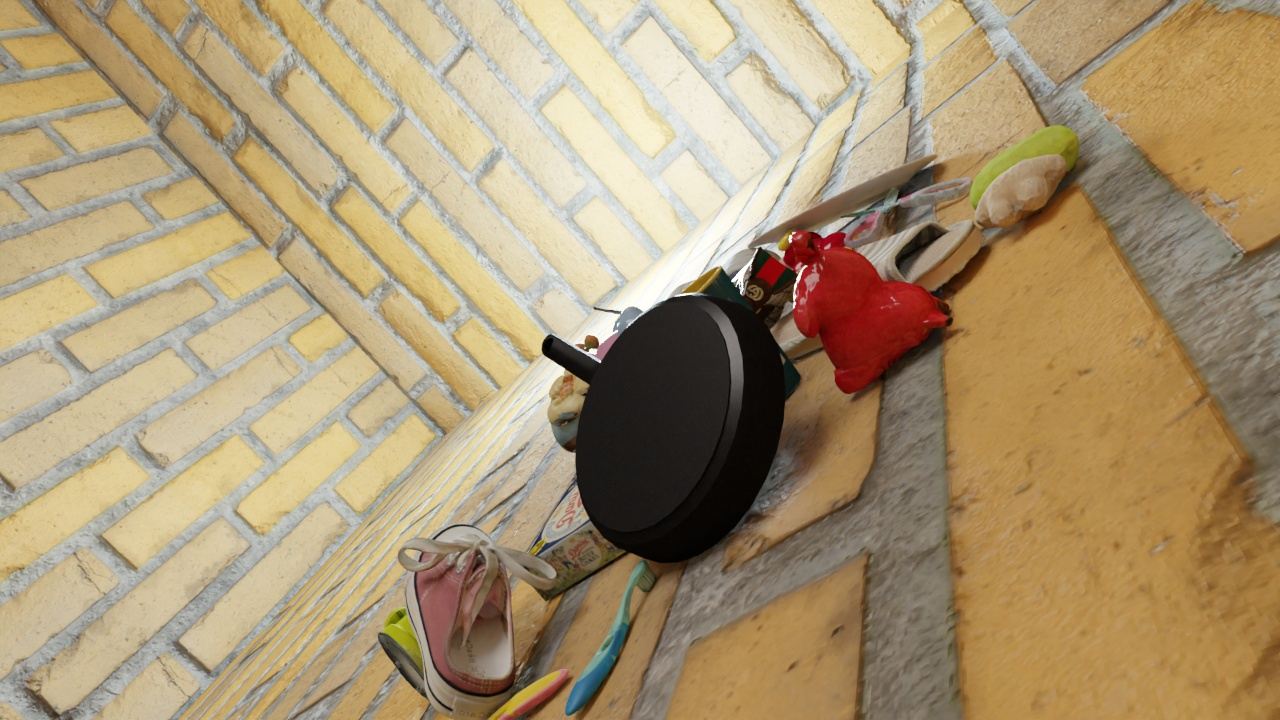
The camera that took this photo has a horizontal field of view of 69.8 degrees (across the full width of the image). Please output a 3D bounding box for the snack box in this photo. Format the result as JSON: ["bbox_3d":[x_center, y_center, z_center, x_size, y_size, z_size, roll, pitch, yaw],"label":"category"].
[{"bbox_3d":[-0.028,0.132,0.830,0.145,0.042,0.144,-37,11,30],"label":"snack box"}]

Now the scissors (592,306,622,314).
[{"bbox_3d":[0.027,-0.046,1.023,0.175,0.141,0.014,-20,56,63],"label":"scissors"}]

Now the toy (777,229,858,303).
[{"bbox_3d":[0.192,-0.110,1.002,0.106,0.067,0.137,-33,18,10],"label":"toy"}]

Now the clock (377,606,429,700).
[{"bbox_3d":[-0.189,0.255,0.807,0.056,0.083,0.119,-41,10,-31],"label":"clock"}]

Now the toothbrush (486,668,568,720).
[{"bbox_3d":[-0.102,0.254,0.636,0.135,0.016,0.021,-41,7,7],"label":"toothbrush"}]

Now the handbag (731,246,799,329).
[{"bbox_3d":[0.096,-0.031,0.939,0.138,0.063,0.167,-50,-7,-36],"label":"handbag"}]

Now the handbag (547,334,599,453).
[{"bbox_3d":[-0.049,0.026,1.207,0.122,0.118,0.191,-34,17,45],"label":"handbag"}]

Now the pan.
[{"bbox_3d":[-0.017,0.025,0.748,0.356,0.044,0.204,29,96,56],"label":"pan"}]

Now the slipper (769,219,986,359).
[{"bbox_3d":[0.184,-0.059,0.809,0.114,0.054,0.273,-39,4,-29],"label":"slipper"}]

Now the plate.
[{"bbox_3d":[0.242,-0.183,1.101,0.242,0.016,0.242,-25,0,0],"label":"plate"}]

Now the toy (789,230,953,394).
[{"bbox_3d":[0.158,-0.053,0.654,0.094,0.133,0.087,-26,26,31],"label":"toy"}]

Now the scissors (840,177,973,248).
[{"bbox_3d":[0.270,-0.160,0.944,0.169,0.014,0.170,-20,15,30],"label":"scissors"}]

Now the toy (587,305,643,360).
[{"bbox_3d":[-0.006,0.006,0.953,0.120,0.171,0.223,-9,-35,-4],"label":"toy"}]

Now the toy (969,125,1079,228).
[{"bbox_3d":[0.298,-0.139,0.715,0.092,0.043,0.117,-33,15,37],"label":"toy"}]

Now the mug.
[{"bbox_3d":[0.079,-0.013,0.798,0.078,0.121,0.078,-41,8,7],"label":"mug"}]

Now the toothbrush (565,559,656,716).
[{"bbox_3d":[-0.018,0.185,0.615,0.022,0.017,0.134,-35,13,38],"label":"toothbrush"}]

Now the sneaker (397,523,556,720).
[{"bbox_3d":[-0.138,0.182,0.742,0.241,0.118,0.088,-130,52,-66],"label":"sneaker"}]

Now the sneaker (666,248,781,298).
[{"bbox_3d":[0.104,-0.067,1.194,0.236,0.087,0.079,-30,45,58],"label":"sneaker"}]
